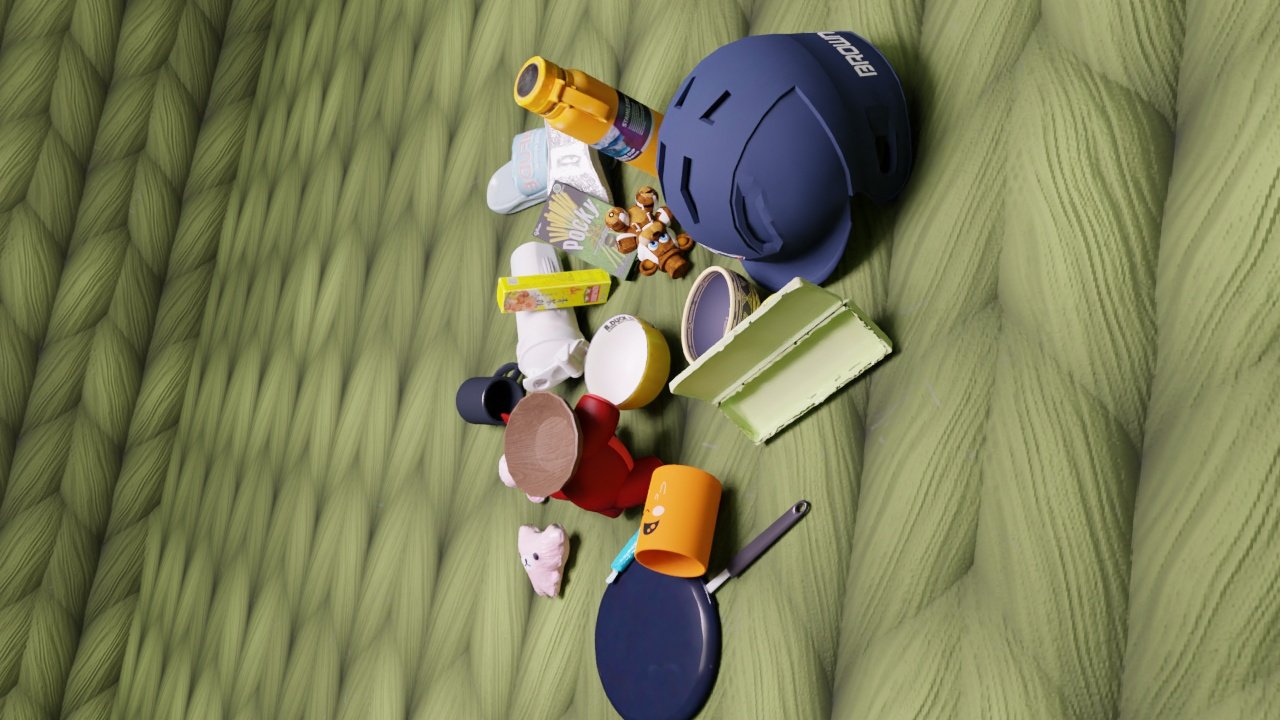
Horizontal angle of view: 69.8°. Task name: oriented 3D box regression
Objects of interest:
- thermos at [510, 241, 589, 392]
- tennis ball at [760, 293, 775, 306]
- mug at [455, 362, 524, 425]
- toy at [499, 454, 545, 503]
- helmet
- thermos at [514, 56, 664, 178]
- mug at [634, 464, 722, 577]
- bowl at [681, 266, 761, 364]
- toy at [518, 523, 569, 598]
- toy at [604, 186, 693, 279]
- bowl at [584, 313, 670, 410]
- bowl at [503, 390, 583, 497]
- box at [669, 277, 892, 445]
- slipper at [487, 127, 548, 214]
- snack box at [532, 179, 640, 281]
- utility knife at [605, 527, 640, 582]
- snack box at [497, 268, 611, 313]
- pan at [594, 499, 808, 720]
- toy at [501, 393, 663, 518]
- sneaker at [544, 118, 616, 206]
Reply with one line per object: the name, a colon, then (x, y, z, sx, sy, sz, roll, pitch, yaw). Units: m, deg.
thermos: (-0.131, -0.066, 1.270, 0.100, 0.099, 0.220, -42, 46, 33)
tennis ball: (0.152, -0.039, 0.948, 0.065, 0.065, 0.065, -19, 64, 45)
mug: (-0.213, 0.046, 1.354, 0.078, 0.071, 0.104, -2, 49, 49)
toy: (-0.163, 0.152, 1.271, 0.110, 0.047, 0.063, 24, 105, 47)
helmet: (0.126, -0.195, 0.948, 0.232, 0.222, 0.273, 43, 147, 47)
thermos: (-0.039, -0.300, 1.127, 0.092, 0.232, 0.076, -13, 67, 46)
mug: (0.038, 0.180, 0.995, 0.113, 0.077, 0.095, 114, 172, -59)
bowl: (0.098, -0.043, 1.009, 0.112, 0.061, 0.112, -171, 90, -67)
toy: (-0.124, 0.259, 1.187, 0.099, 0.052, 0.096, -12, 82, 50)
toy: (0.016, -0.151, 1.139, 0.087, 0.067, 0.112, -36, 65, -7)
bowl: (-0.007, 0.007, 1.117, 0.118, 0.067, 0.117, -19, 64, 45)
bowl: (-0.101, 0.092, 1.012, 0.118, 0.030, 0.117, -6, 81, 40)
box: (0.136, 0.000, 0.910, 0.188, 0.140, 0.047, -43, 31, 35)
slipper: (-0.173, -0.295, 1.406, 0.246, 0.074, 0.104, -20, 64, 46)
snack box: (-0.063, -0.172, 1.215, 0.147, 0.025, 0.080, 28, 101, 17)
utility knife: (-0.005, 0.212, 1.073, 0.124, 0.015, 0.022, -52, 41, 9)
snack box: (-0.114, -0.092, 1.213, 0.040, 0.147, 0.029, 105, 150, -45)
pan: (0.059, 0.260, 0.997, 0.357, 0.021, 0.198, -48, 46, 27)
toy: (-0.074, 0.116, 1.104, 0.120, 0.158, 0.198, -49, 23, -25)
sneaker: (-0.077, -0.262, 1.277, 0.089, 0.087, 0.235, -6, 93, 20)
